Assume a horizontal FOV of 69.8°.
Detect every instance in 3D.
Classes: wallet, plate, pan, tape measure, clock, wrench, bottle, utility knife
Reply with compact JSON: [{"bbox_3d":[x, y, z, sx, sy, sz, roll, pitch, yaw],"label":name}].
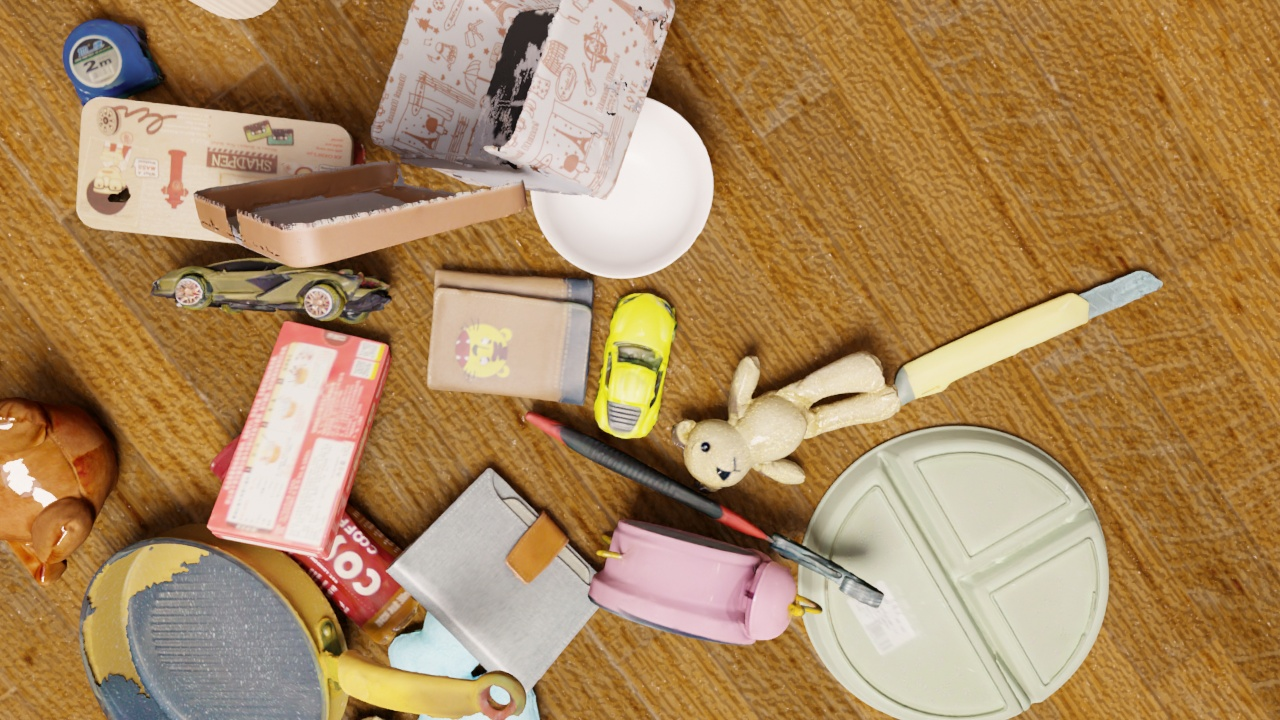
[{"bbox_3d":[-0.094,0.153,0.646,0.129,0.037,0.106,47,65,-6],"label":"wallet"},{"bbox_3d":[0.231,0.162,0.669,0.230,0.027,0.230,0,95,0],"label":"plate"},{"bbox_3d":[-0.225,0.203,0.598,0.358,0.078,0.198,-8,102,18],"label":"pan"},{"bbox_3d":[-0.366,-0.206,0.634,0.058,0.025,0.054,-23,93,-2],"label":"tape measure"},{"bbox_3d":[0.046,0.153,0.626,0.158,0.117,0.059,15,84,0],"label":"clock"},{"bbox_3d":[-0.091,-0.018,0.651,0.115,0.033,0.090,6,96,3],"label":"wallet"},{"bbox_3d":[0.039,0.099,0.634,0.273,0.056,0.016,27,88,12],"label":"wrench"},{"bbox_3d":[-0.226,0.122,0.649,0.175,0.057,0.057,44,94,-4],"label":"bottle"},{"bbox_3d":[0.274,-0.019,0.655,0.205,0.021,0.031,-23,98,9],"label":"utility knife"}]

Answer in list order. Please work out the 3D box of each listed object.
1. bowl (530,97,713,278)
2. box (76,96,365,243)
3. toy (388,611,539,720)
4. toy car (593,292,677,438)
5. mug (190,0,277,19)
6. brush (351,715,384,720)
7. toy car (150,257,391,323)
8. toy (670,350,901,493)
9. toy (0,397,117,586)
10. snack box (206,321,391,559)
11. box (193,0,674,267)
[{"bbox_3d":[-0.013,-0.115,0.623,0.118,0.064,0.118,0,96,-1],"label":"bowl"},{"bbox_3d":[-0.278,-0.120,0.625,0.168,0.076,0.091,5,94,-7],"label":"box"},{"bbox_3d":[-0.124,0.257,0.667,0.156,0.050,0.161,43,90,6],"label":"toy"},{"bbox_3d":[-0.004,0.004,0.651,0.048,0.032,0.105,11,94,-1],"label":"toy car"},{"bbox_3d":[-0.296,-0.270,0.587,0.114,0.106,0.081,-9,95,1],"label":"mug"},{"bbox_3d":[-0.220,0.378,0.672,0.045,0.083,0.255,11,104,-23],"label":"brush"},{"bbox_3d":[-0.251,-0.048,0.627,0.158,0.070,0.042,2,90,-1],"label":"toy car"},{"bbox_3d":[0.102,0.044,0.638,0.157,0.066,0.105,-24,112,10],"label":"toy"},{"bbox_3d":[-0.466,0.102,0.622,0.200,0.130,0.140,-16,101,11],"label":"toy"},{"bbox_3d":[-0.227,0.051,0.622,0.075,0.025,0.152,12,65,-3],"label":"snack box"},{"bbox_3d":[-0.115,-0.134,0.537,0.270,0.180,0.134,-49,128,-19],"label":"box"}]
